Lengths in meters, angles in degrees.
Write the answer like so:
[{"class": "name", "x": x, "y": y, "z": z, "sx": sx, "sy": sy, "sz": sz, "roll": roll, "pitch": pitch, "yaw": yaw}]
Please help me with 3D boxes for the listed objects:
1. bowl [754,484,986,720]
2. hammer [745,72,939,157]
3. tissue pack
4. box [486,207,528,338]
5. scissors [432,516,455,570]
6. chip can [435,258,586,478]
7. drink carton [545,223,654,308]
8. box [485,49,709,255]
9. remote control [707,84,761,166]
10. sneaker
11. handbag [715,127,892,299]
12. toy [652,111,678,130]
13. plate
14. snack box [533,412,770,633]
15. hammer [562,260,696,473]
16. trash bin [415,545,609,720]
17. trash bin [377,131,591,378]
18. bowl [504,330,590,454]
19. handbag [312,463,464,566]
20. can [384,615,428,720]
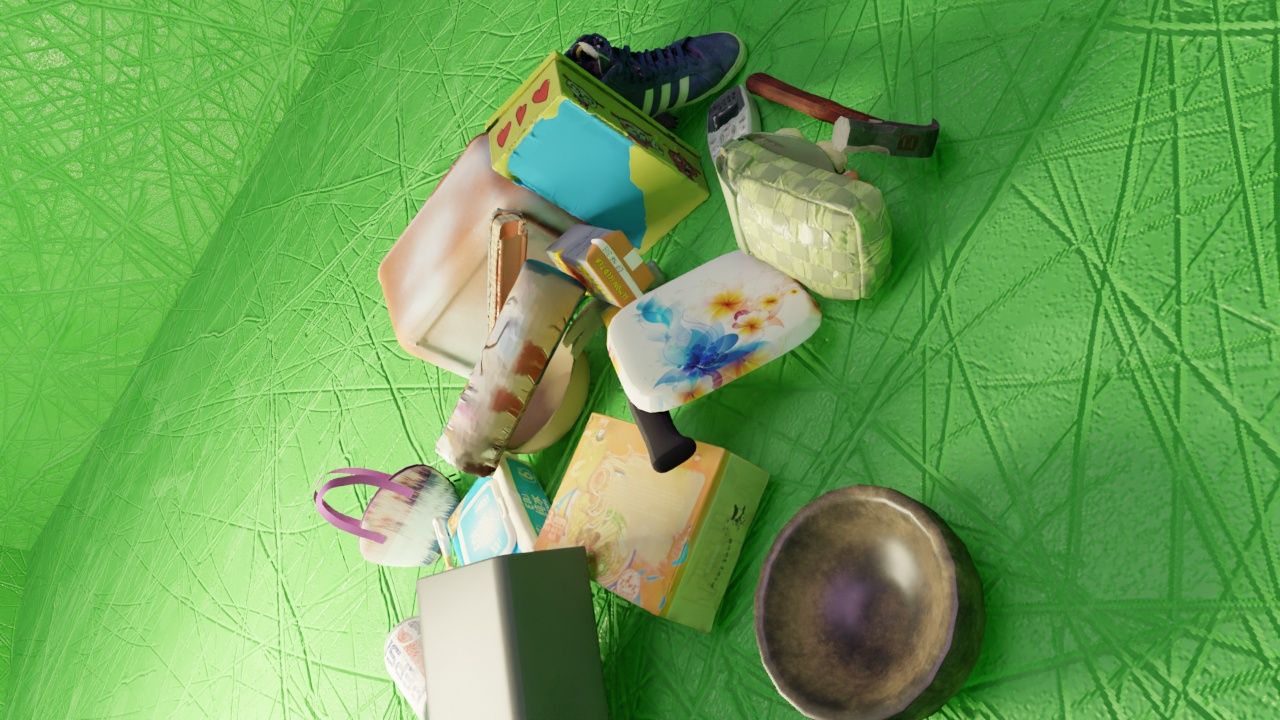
[{"class": "bowl", "x": 0.162, "y": 0.172, "z": 0.630, "sx": 0.163, "sy": 0.070, "sz": 0.162, "roll": -28, "pitch": 49, "yaw": 38}, {"class": "hammer", "x": 0.170, "y": -0.235, "z": 0.858, "sx": 0.300, "sy": 0.111, "sz": 0.028, "roll": -125, "pitch": 39, "yaw": -60}, {"class": "tissue pack", "x": -0.145, "y": 0.191, "z": 0.991, "sx": 0.117, "sy": 0.066, "sz": 0.209, "roll": -52, "pitch": 36, "yaw": 13}, {"class": "box", "x": -0.147, "y": -0.074, "z": 1.011, "sx": 0.057, "sy": 0.060, "sz": 0.187, "roll": -54, "pitch": -26, "yaw": -55}, {"class": "scissors", "x": -0.214, "y": 0.236, "z": 1.035, "sx": 0.125, "sy": 0.011, "sz": 0.129, "roll": -32, "pitch": 75, "yaw": 67}, {"class": "chip can", "x": -0.138, "y": 0.010, "z": 0.964, "sx": 0.230, "sy": 0.079, "sz": 0.080, "roll": -62, "pitch": 36, "yaw": 12}, {"class": "drink carton", "x": -0.045, "y": -0.102, "z": 0.967, "sx": 0.048, "sy": 0.076, "sz": 0.125, "roll": -43, "pitch": 26, "yaw": -11}, {"class": "box", "x": -0.044, "y": -0.217, "z": 0.985, "sx": 0.125, "sy": 0.220, "sz": 0.082, "roll": -40, "pitch": 42, "yaw": 31}, {"class": "remote control", "x": 0.101, "y": -0.244, "z": 0.987, "sx": 0.060, "sy": 0.028, "sz": 0.114, "roll": -29, "pitch": 48, "yaw": 36}, {"class": "sneaker", "x": 0.000, "y": -0.331, "z": 1.014, "sx": 0.233, "sy": 0.118, "sz": 0.091, "roll": -30, "pitch": 59, "yaw": 3}, {"class": "handbag", "x": 0.154, "y": -0.134, "z": 0.807, "sx": 0.116, "sy": 0.113, "sz": 0.186, "roll": -38, "pitch": 47, "yaw": -19}, {"class": "toy", "x": -0.005, "y": -0.299, "z": 1.122, "sx": 0.088, "sy": 0.056, "sz": 0.105, "roll": -29, "pitch": 47, "yaw": 35}, {"class": "plate", "x": 0.058, "y": -0.037, "z": 0.840, "sx": 0.187, "sy": 0.016, "sz": 0.187, "roll": -27, "pitch": 33, "yaw": 1}, {"class": "snack box", "x": 0.010, "y": 0.140, "z": 0.821, "sx": 0.195, "sy": 0.080, "sz": 0.145, "roll": 11, "pitch": 75, "yaw": 53}, {"class": "hammer", "x": -0.005, "y": 0.005, "z": 0.878, "sx": 0.127, "sy": 0.029, "sz": 0.323, "roll": -32, "pitch": 30, "yaw": 7}, {"class": "trash bin", "x": -0.112, "y": 0.287, "z": 0.797, "sx": 0.192, "sy": 0.097, "sz": 0.219, "roll": -27, "pitch": 67, "yaw": 50}, {"class": "trash bin", "x": -0.177, "y": -0.112, "z": 1.115, "sx": 0.260, "sy": 0.181, "sz": 0.157, "roll": -47, "pitch": 42, "yaw": 19}, {"class": "bowl", "x": -0.107, "y": 0.040, "z": 1.041, "sx": 0.153, "sy": 0.050, "sz": 0.152, "roll": -30, "pitch": 44, "yaw": 34}, {"class": "handbag", "x": -0.309, "y": 0.176, "z": 1.103, "sx": 0.144, "sy": 0.169, "sz": 0.068, "roll": -59, "pitch": 37, "yaw": 6}, {"class": "can", "x": -0.218, "y": 0.333, "z": 0.979, "sx": 0.136, "sy": 0.078, "sz": 0.078, "roll": 23, "pitch": 87, "yaw": 53}]
